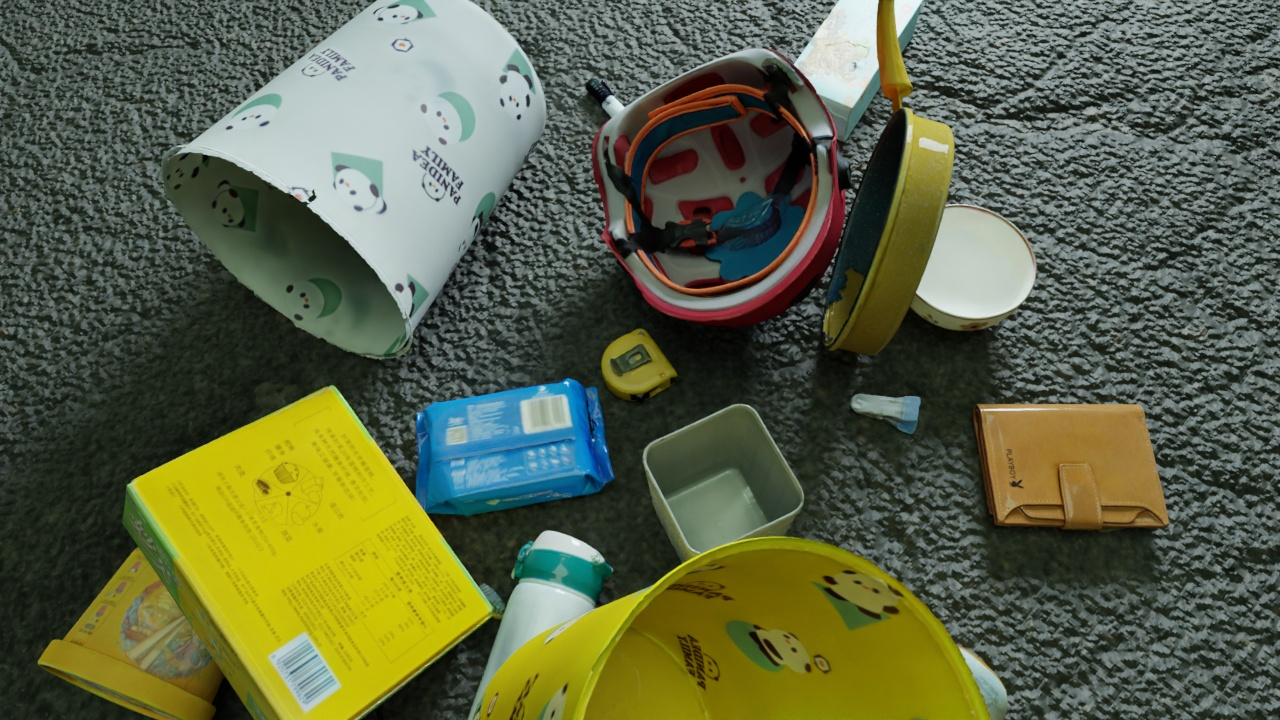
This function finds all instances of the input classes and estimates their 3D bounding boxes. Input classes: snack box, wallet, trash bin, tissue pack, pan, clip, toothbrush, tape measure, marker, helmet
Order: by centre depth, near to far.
[{"bbox_3d":[0.021,0.230,0.509,0.229,0.256,0.229,9,69,-23],"label":"trash bin"},{"bbox_3d":[-0.228,0.143,0.638,0.157,0.070,0.210,-32,81,-41],"label":"snack box"},{"bbox_3d":[-0.175,0.138,0.726,0.191,0.018,0.016,37,43,19],"label":"toothbrush"},{"bbox_3d":[0.338,0.083,0.728,0.132,0.031,0.107,1,61,4],"label":"wallet"},{"bbox_3d":[-0.104,0.072,0.739,0.157,0.052,0.094,-10,61,-3],"label":"tissue pack"},{"bbox_3d":[0.198,-0.180,0.744,0.078,0.198,0.357,16,83,2],"label":"pan"},{"bbox_3d":[0.202,0.040,0.761,0.058,0.045,0.027,13,67,19],"label":"clip"},{"bbox_3d":[0.082,-0.124,0.775,0.207,0.144,0.239,-22,65,22],"label":"helmet"},{"bbox_3d":[-0.221,-0.169,0.779,0.230,0.230,0.251,24,62,14],"label":"trash bin"},{"bbox_3d":[-0.005,0.005,0.782,0.057,0.029,0.060,-30,65,-11],"label":"tape measure"},{"bbox_3d":[-0.012,-0.237,0.912,0.022,0.018,0.130,-30,65,-23],"label":"marker"},{"bbox_3d":[0.211,-0.304,0.917,0.074,0.052,0.174,27,68,16],"label":"snack box"}]

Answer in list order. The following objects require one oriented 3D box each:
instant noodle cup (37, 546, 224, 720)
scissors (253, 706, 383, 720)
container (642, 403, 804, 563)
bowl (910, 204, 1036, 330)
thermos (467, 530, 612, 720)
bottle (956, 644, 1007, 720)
[{"bbox_3d":[-0.338,0.189,0.659,0.118,0.119,0.114,15,56,9],"label":"instant noodle cup"},{"bbox_3d":[-0.220,0.251,0.673,0.226,0.015,0.189,-39,68,-15],"label":"scissors"},{"bbox_3d":[0.058,0.106,0.680,0.090,0.114,0.090,-23,64,-10],"label":"container"},{"bbox_3d":[0.274,-0.071,0.790,0.113,0.062,0.113,-2,63,3],"label":"bowl"},{"bbox_3d":[-0.083,0.232,0.650,0.073,0.073,0.223,13,64,9],"label":"thermos"},{"bbox_3d":[0.167,0.275,0.615,0.189,0.068,0.068,-42,69,-17],"label":"bottle"}]
